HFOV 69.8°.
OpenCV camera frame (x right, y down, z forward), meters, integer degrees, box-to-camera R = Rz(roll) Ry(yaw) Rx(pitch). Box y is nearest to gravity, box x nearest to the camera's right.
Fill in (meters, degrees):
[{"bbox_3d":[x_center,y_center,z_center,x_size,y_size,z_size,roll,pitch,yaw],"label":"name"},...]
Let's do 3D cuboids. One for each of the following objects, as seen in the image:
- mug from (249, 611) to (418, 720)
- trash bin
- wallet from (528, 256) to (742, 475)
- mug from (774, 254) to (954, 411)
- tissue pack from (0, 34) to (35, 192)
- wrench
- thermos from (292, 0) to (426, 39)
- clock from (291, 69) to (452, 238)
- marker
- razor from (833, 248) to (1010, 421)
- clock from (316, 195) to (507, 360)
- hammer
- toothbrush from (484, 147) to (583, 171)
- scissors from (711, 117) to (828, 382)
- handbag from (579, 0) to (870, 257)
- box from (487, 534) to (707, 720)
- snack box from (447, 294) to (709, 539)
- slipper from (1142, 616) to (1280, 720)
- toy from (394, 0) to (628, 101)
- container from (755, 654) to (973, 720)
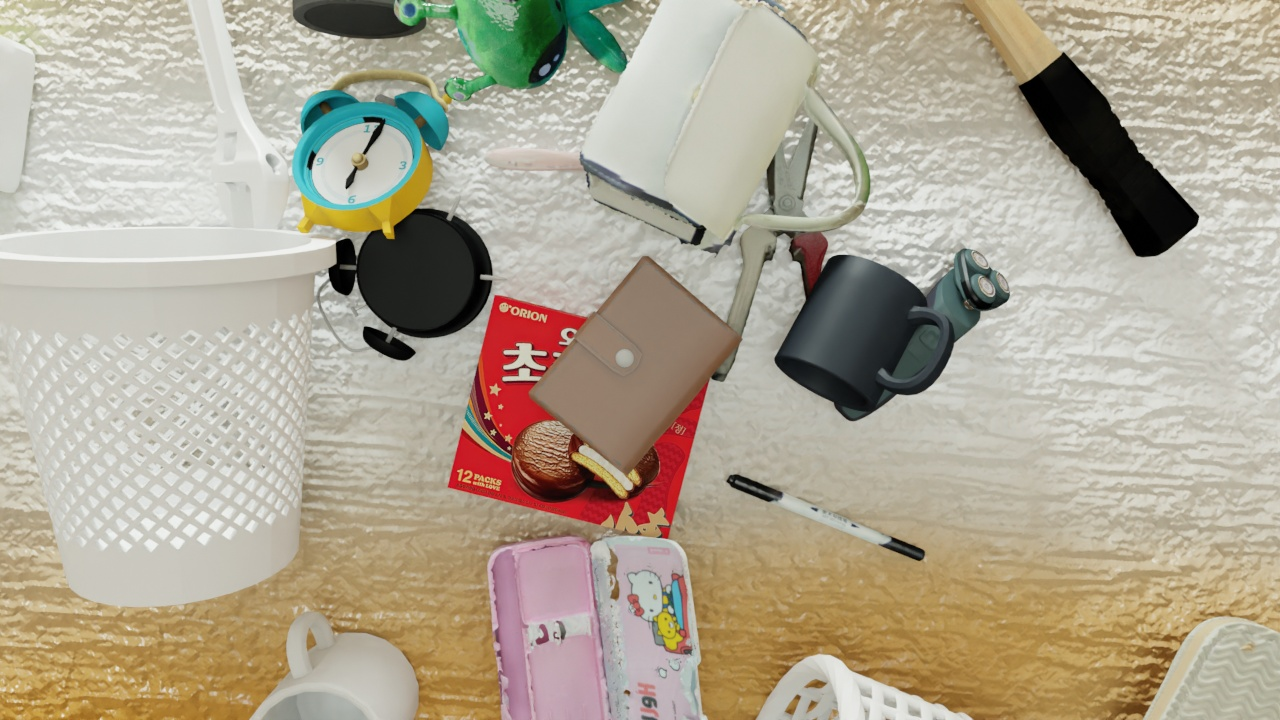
[{"bbox_3d":[-0.207,0.227,0.611,0.091,0.090,0.121,-16,94,0],"label":"mug"},{"bbox_3d":[-0.284,0.027,0.559,0.195,0.195,0.200,1,103,-2],"label":"trash bin"},{"bbox_3d":[-0.004,0.004,0.602,0.087,0.013,0.121,40,92,-3],"label":"wallet"},{"bbox_3d":[0.148,-0.013,0.585,0.071,0.105,0.077,38,78,-43],"label":"mug"},{"bbox_3d":[-0.505,-0.174,0.552,0.197,0.141,0.120,3,93,-2],"label":"tissue pack"},{"bbox_3d":[-0.279,-0.215,0.597,0.066,0.018,0.273,-18,86,40],"label":"wrench"},{"bbox_3d":[-0.181,-0.337,0.579,0.082,0.082,0.240,-1,94,-1],"label":"thermos"},{"bbox_3d":[-0.177,-0.138,0.598,0.099,0.044,0.129,4,66,7],"label":"clock"},{"bbox_3d":[0.132,0.111,0.651,0.152,0.011,0.011,22,93,-3],"label":"marker"},{"bbox_3d":[0.190,-0.013,0.630,0.047,0.052,0.143,43,101,-6],"label":"razor"},{"bbox_3d":[-0.157,-0.052,0.617,0.121,0.042,0.091,-28,94,1],"label":"clock"},{"bbox_3d":[0.261,-0.209,0.621,0.131,0.039,0.328,-39,94,0],"label":"hammer"},{"bbox_3d":[-0.017,-0.136,0.628,0.181,0.018,0.015,2,91,-1],"label":"toothbrush"},{"bbox_3d":[0.099,-0.066,0.636,0.179,0.015,0.185,-43,93,2],"label":"scissors"},{"bbox_3d":[0.067,-0.142,0.582,0.176,0.074,0.151,28,84,4],"label":"handbag"},{"bbox_3d":[-0.027,0.219,0.632,0.154,0.066,0.201,-5,94,9],"label":"box"},{"bbox_3d":[-0.040,0.038,0.629,0.152,0.036,0.132,14,93,-2],"label":"snack box"},{"bbox_3d":[0.379,0.301,0.649,0.115,0.052,0.263,19,97,-5],"label":"slipper"},{"bbox_3d":[-0.056,-0.237,0.589,0.193,0.072,0.131,-35,134,-11],"label":"toy"},{"bbox_3d":[0.168,0.310,0.577,0.187,0.189,0.189,23,93,-4],"label":"container"}]
